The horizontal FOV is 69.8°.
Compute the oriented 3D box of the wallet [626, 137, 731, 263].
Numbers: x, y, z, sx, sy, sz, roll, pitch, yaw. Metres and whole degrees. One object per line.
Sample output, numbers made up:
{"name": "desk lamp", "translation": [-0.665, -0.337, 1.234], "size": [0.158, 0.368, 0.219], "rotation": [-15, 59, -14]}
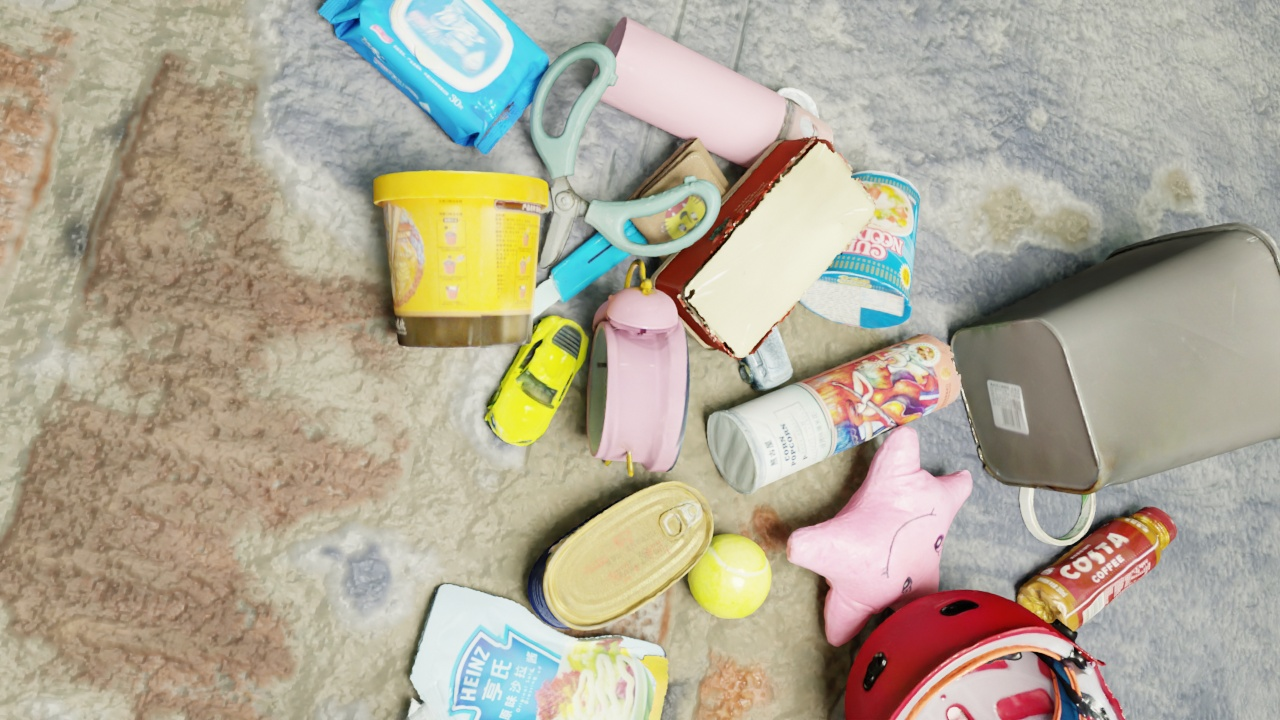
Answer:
{"name": "wallet", "translation": [0.048, -0.107, 0.737], "size": [0.090, 0.033, 0.115], "rotation": [-45, 115, -14]}

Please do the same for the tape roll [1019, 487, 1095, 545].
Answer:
{"name": "tape roll", "translation": [0.405, 0.136, 0.890], "size": [0.085, 0.014, 0.085], "rotation": [1, 86, -22]}

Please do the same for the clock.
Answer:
{"name": "clock", "translation": [-0.004, 0.004, 0.680], "size": [0.059, 0.117, 0.158], "rotation": [5, 87, -10]}

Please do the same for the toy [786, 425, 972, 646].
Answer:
{"name": "toy", "translation": [0.217, 0.154, 0.779], "size": [0.194, 0.075, 0.178], "rotation": [-41, 118, -17]}

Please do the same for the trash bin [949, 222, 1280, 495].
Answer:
{"name": "trash bin", "translation": [0.423, 0.009, 0.819], "size": [0.219, 0.199, 0.199], "rotation": [-18, 92, -15]}

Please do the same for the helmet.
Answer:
{"name": "helmet", "translation": [0.250, 0.270, 0.737], "size": [0.207, 0.144, 0.240], "rotation": [-38, 118, -2]}

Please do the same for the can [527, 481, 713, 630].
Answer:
{"name": "can", "translation": [-0.014, 0.146, 0.689], "size": [0.147, 0.049, 0.074], "rotation": [-30, 89, -28]}

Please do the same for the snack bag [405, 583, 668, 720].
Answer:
{"name": "snack bag", "translation": [-0.075, 0.242, 0.678], "size": [0.191, 0.039, 0.110], "rotation": [21, 82, -17]}

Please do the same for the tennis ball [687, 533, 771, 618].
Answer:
{"name": "tennis ball", "translation": [0.070, 0.170, 0.724], "size": [0.065, 0.066, 0.065], "rotation": [1, 86, -22]}

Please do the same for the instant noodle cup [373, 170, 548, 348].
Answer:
{"name": "instant noodle cup", "translation": [-0.122, -0.068, 0.638], "size": [0.118, 0.118, 0.114], "rotation": [-3, 95, -22]}

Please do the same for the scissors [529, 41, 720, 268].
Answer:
{"name": "scissors", "translation": [-0.028, -0.153, 0.683], "size": [0.170, 0.019, 0.179], "rotation": [-3, 99, 10]}

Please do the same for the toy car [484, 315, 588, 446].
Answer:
{"name": "toy car", "translation": [-0.076, 0.016, 0.693], "size": [0.048, 0.032, 0.105], "rotation": [33, 77, -18]}

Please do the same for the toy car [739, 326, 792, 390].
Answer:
{"name": "toy car", "translation": [0.097, -0.019, 0.765], "size": [0.042, 0.034, 0.090], "rotation": [-23, 94, -18]}

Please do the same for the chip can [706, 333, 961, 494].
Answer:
{"name": "chip can", "translation": [0.164, 0.041, 0.768], "size": [0.214, 0.071, 0.071], "rotation": [-19, 94, -23]}

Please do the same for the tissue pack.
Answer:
{"name": "tissue pack", "translation": [-0.145, -0.233, 0.668], "size": [0.157, 0.052, 0.094], "rotation": [41, 73, -15]}

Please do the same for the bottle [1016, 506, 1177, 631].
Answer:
{"name": "bottle", "translation": [0.441, 0.197, 0.876], "size": [0.174, 0.057, 0.057], "rotation": [-26, 97, -21]}

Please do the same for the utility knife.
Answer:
{"name": "utility knife", "translation": [-0.027, -0.087, 0.726], "size": [0.178, 0.018, 0.034], "rotation": [-40, 103, -19]}

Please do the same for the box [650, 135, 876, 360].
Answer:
{"name": "box", "translation": [0.099, -0.085, 0.702], "size": [0.168, 0.077, 0.091], "rotation": [-48, 114, -6]}

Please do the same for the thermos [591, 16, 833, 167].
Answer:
{"name": "thermos", "translation": [0.063, -0.213, 0.746], "size": [0.198, 0.067, 0.087], "rotation": [18, 68, -19]}

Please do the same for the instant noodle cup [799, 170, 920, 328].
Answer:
{"name": "instant noodle cup", "translation": [0.191, -0.097, 0.780], "size": [0.099, 0.099, 0.109], "rotation": [24, 71, -19]}
